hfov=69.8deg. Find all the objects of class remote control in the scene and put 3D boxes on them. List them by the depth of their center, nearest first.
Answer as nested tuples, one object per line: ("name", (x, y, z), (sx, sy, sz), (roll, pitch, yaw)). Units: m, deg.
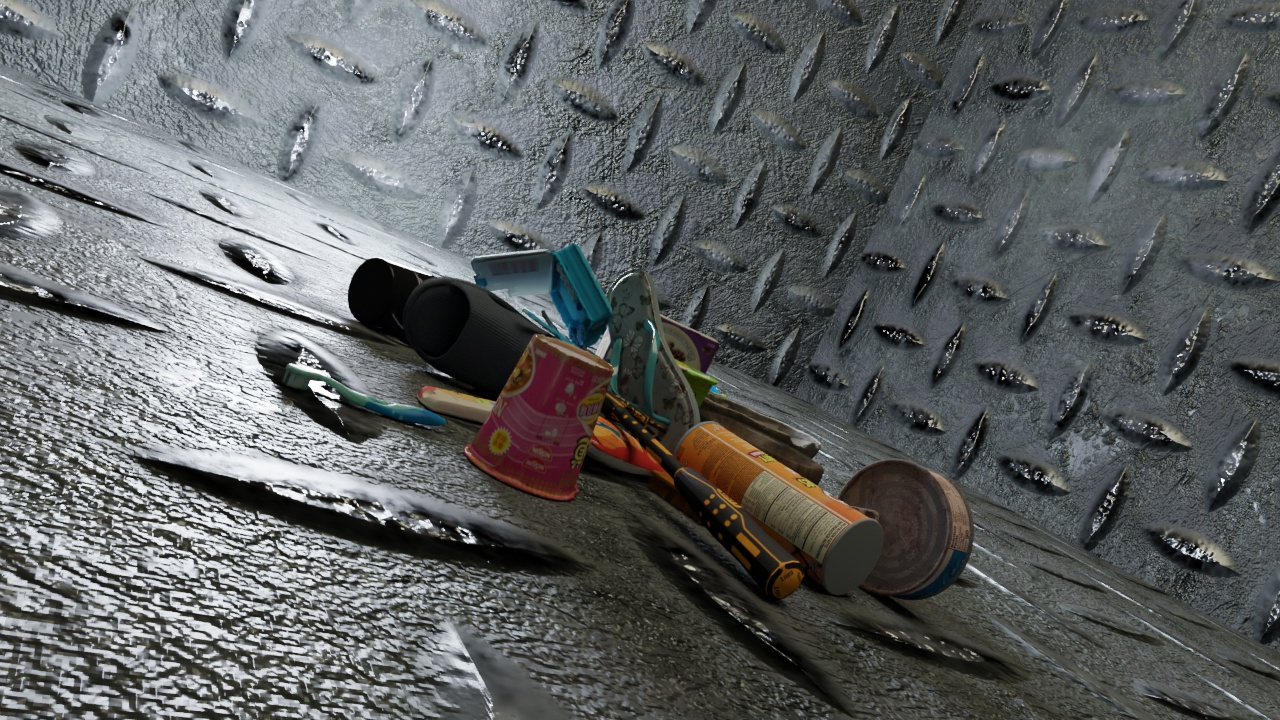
("remote control", (-0.147, 0.047, 0.850), (0.125, 0.018, 0.038), (18, 8, -39))

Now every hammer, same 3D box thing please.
("hammer", (0.039, 0.105, 0.819), (0.123, 0.036, 0.320), (30, 7, -39))

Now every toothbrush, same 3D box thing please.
("toothbrush", (-0.213, 0.032, 0.716), (0.135, 0.017, 0.022), (24, 4, -34))

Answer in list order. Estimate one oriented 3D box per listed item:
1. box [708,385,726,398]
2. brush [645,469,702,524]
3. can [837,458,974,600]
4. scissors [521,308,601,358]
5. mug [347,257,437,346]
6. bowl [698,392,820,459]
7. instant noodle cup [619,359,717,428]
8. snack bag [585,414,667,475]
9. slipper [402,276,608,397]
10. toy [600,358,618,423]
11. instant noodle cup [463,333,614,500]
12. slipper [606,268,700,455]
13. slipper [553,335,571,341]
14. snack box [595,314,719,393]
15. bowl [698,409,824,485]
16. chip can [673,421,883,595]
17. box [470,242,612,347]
("box", (0.050, 0.050, 1.439), (0.124, 0.083, 0.221), (23, 8, -11))
("brush", (0.060, 0.140, 0.860), (0.048, 0.017, 0.126), (20, 7, -45))
("can", (0.250, 0.163, 0.885), (0.044, 0.130, 0.130), (20, 7, -40))
("scissors", (-0.072, -0.013, 0.970), (0.139, 0.011, 0.134), (33, 10, -43))
("mug", (-0.279, -0.061, 1.080), (0.088, 0.078, 0.113), (17, 35, -56))
("bowl", (0.145, 0.110, 1.226), (0.178, 0.081, 0.178), (24, 4, -2))
("instant noodle cup", (0.026, 0.052, 1.102), (0.099, 0.108, 0.099), (25, 5, -3))
("snack bag", (-0.045, 0.074, 0.918), (0.131, 0.039, 0.144), (31, 2, 43))
("slipper", (-0.132, 0.004, 0.983), (0.263, 0.101, 0.082), (28, 10, -35))
("toy", (-0.091, 0.017, 1.118), (0.113, 0.070, 0.176), (2, -28, 38))
("instant noodle cup", (-0.074, 0.041, 0.729), (0.097, 0.108, 0.097), (24, 5, -2))
("slipper", (-0.006, 0.006, 1.040), (0.054, 0.098, 0.268), (21, 41, -42))
("slipper", (-0.132, -0.009, 1.246), (0.114, 0.054, 0.272), (10, -4, 17))
("snack box", (0.010, 0.011, 1.225), (0.143, 0.148, 0.040), (23, 7, -21))
("bowl", (0.122, 0.121, 1.054), (0.162, 0.070, 0.162), (24, 5, -2))
("chip can", (0.124, 0.135, 0.877), (0.075, 0.075, 0.215), (20, 7, -42))
("box", (-0.107, -0.085, 1.085), (0.169, 0.086, 0.227), (28, -9, -3))
